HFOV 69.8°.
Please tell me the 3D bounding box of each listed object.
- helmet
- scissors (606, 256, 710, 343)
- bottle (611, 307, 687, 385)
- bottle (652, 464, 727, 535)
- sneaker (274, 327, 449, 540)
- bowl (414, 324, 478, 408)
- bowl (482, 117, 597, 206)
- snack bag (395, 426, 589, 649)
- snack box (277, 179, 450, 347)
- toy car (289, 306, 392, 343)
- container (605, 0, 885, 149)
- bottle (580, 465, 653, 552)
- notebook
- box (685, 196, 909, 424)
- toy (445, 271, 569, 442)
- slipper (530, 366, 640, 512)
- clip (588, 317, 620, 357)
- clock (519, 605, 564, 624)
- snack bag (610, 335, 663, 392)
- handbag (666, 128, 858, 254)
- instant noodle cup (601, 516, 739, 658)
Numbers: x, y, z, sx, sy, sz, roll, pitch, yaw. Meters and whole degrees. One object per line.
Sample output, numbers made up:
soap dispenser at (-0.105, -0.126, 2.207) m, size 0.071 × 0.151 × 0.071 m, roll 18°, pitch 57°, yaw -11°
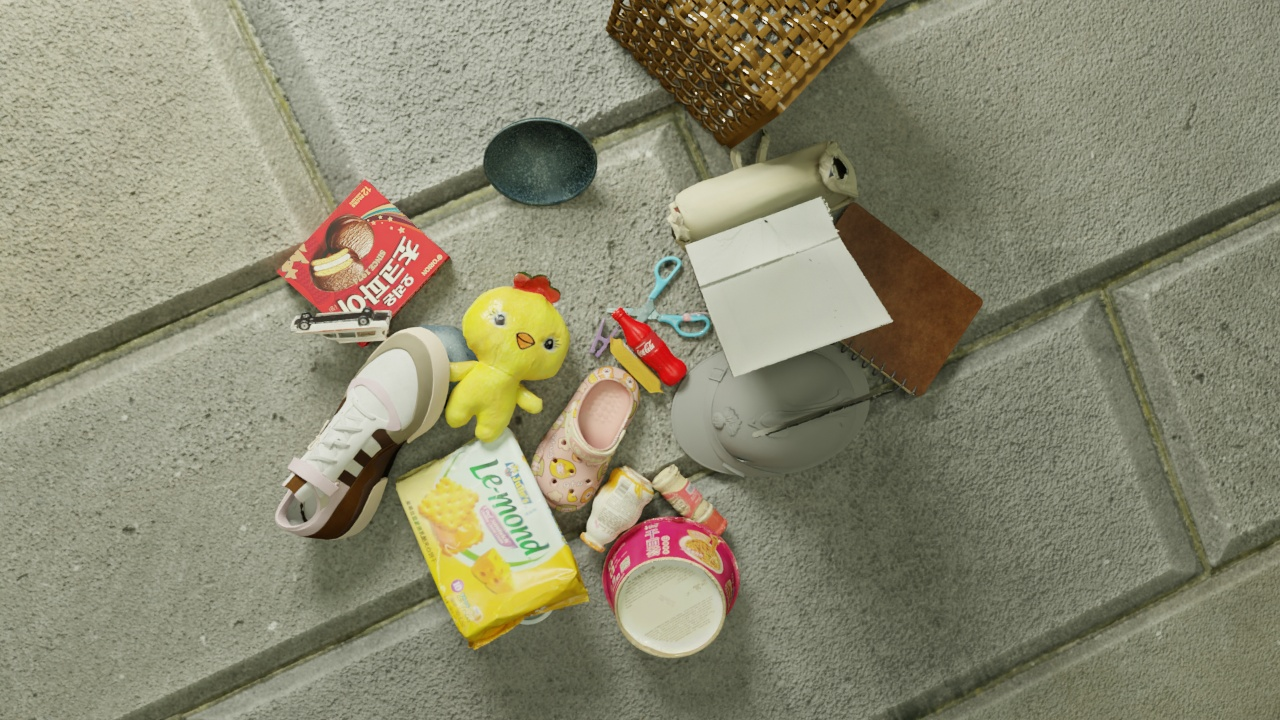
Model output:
helmet at (0.182, 0.064, 1.150) m, size 0.271 × 0.118 × 0.183 m, roll -8°, pitch 95°, yaw -10°
scissors at (0.025, -0.077, 1.176) m, size 0.135 × 0.015 × 0.129 m, roll 4°, pitch 95°, yaw -9°
bottle at (0.009, -0.020, 1.160) m, size 0.036 × 0.036 × 0.119 m, roll -44°, pitch 104°, yaw -2°
bottle at (0.064, 0.185, 1.186) m, size 0.044 × 0.044 × 0.109 m, roll -43°, pitch 97°, yaw -2°
sneaker at (-0.335, 0.086, 1.062) m, size 0.112 × 0.116 × 0.294 m, roll 40°, pitch 105°, yaw 17°
bowl at (-0.254, 0.009, 1.129) m, size 0.110 × 0.055 × 0.110 m, roll 0°, pitch 94°, yaw -6°
bowl at (-0.121, -0.256, 1.112) m, size 0.137 × 0.137 × 0.057 m, roll -1°, pitch 55°, yaw -7°
snack bag at (-0.181, 0.212, 1.113) m, size 0.159 × 0.068 × 0.247 m, roll -26°, pitch 72°, yaw -7°
snack box at (-0.335, -0.117, 1.118) m, size 0.132 × 0.036 × 0.152 m, roll 43°, pitch 89°, yaw -8°
toy car at (-0.352, -0.038, 1.086) m, size 0.113 × 0.039 × 0.039 m, roll -5°, pitch 116°, yaw -6°
container at (0.122, -0.408, 1.039) m, size 0.214 × 0.251 × 0.219 m, roll 43°, pitch 89°, yaw -8°
bottle at (-0.032, 0.190, 1.165) m, size 0.063 × 0.063 × 0.109 m, roll 35°, pitch 90°, yaw -8°
notebook at (0.316, -0.074, 1.201) m, size 0.225 × 0.024 × 0.167 m, roll 35°, pitch 86°, yaw -8°
box at (0.160, -0.063, 1.020) m, size 0.167 × 0.329 × 0.165 m, roll -20°, pitch 122°, yaw 5°
toy at (-0.164, -0.005, 1.109) m, size 0.133 × 0.092 × 0.207 m, roll 27°, pitch 76°, yaw -20°
slipper at (-0.068, 0.098, 1.145) m, size 0.093 × 0.081 × 0.197 m, roll 28°, pitch 89°, yaw -7°
clip at (-0.049, -0.028, 1.169) m, size 0.032 × 0.013 × 0.051 m, roll 33°, pitch 98°, yaw -3°
clock at (-0.155, 0.291, 1.163) m, size 0.117 × 0.057 × 0.083 m, roll -4°, pitch 95°, yaw 1°
snack bag at (-0.007, 0.007, 1.165) m, size 0.020 × 0.026 × 0.099 m, roll -40°, pitch 110°, yaw 11°
handbag at (0.138, -0.214, 1.102) m, size 0.229 × 0.184 × 0.132 m, roll -22°, pitch 93°, yaw 8°
instant noodle cup at (0.037, 0.294, 1.153) m, size 0.179 × 0.077 × 0.179 m, roll 1°, pitch 105°, yaw 3°
